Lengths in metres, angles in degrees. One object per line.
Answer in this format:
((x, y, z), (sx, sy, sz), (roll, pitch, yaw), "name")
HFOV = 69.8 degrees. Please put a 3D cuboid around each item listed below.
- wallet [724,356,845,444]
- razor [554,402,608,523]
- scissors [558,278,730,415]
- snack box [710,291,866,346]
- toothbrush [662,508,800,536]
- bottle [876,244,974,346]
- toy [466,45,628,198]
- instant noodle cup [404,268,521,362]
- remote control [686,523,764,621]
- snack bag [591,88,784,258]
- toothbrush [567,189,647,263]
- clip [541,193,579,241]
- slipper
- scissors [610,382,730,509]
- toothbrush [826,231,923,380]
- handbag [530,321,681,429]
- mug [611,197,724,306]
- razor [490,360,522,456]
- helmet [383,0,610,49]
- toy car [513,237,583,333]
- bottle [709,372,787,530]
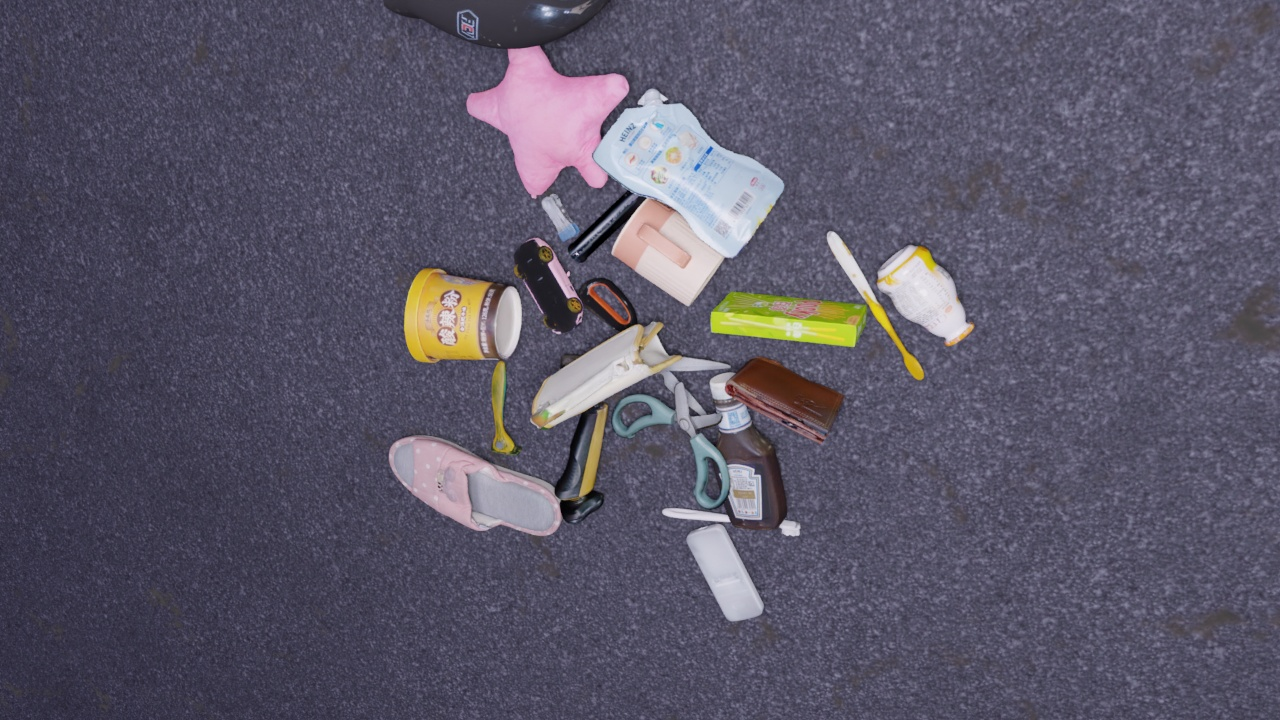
((0.162, 0.041, 1.028), (0.124, 0.101, 0.032), (26, 116, 11), "wallet")
((-0.070, 0.132, 1.194), (0.067, 0.062, 0.168), (8, 111, -14), "razor")
((-0.007, -0.008, 1.124), (0.221, 0.021, 0.228), (-17, 103, 27), "scissors")
((0.163, -0.046, 1.002), (0.156, 0.085, 0.026), (7, 112, 20), "snack box")
((0.113, 0.204, 1.163), (0.180, 0.016, 0.016), (4, 117, 20), "toothbrush")
((0.297, -0.066, 0.951), (0.063, 0.063, 0.108), (-40, 91, 30), "bottle")
((-0.112, -0.268, 1.035), (0.195, 0.074, 0.179), (27, 121, 14), "toy")
((-0.217, -0.051, 1.144), (0.114, 0.118, 0.119), (6, 113, 12), "instant noodle cup")
((0.110, 0.275, 1.190), (0.056, 0.020, 0.136), (-23, 100, 27), "remote control")
((0.052, -0.203, 0.983), (0.191, 0.039, 0.110), (35, 91, -4), "snack bag")
((-0.006, -0.188, 1.049), (0.027, 0.026, 0.213), (43, 118, -12), "toothbrush")
((-0.096, -0.172, 1.097), (0.026, 0.036, 0.058), (-24, 100, 30), "clip")
((-0.236, 0.179, 1.274), (0.274, 0.054, 0.114), (18, 116, 15), "slipper")
((0.037, 0.103, 1.124), (0.170, 0.019, 0.171), (2, 115, 39), "scissors")
((0.257, -0.060, 1.000), (0.016, 0.018, 0.191), (-32, 94, 27), "toothbrush")
((-0.054, 0.022, 1.043), (0.164, 0.178, 0.063), (-30, 91, 25), "handbag")
((0.032, -0.122, 1.011), (0.106, 0.114, 0.082), (36, 95, 3), "mug")
((-0.185, 0.065, 1.225), (0.043, 0.028, 0.133), (9, 112, 23), "razor")
((-0.120, -0.416, 0.876), (0.230, 0.234, 0.274), (33, 79, -10), "helmet")
((-0.110, -0.092, 1.121), (0.056, 0.037, 0.122), (-28, 92, 38), "toy car")
((0.122, 0.110, 1.099), (0.080, 0.043, 0.195), (-3, 111, 35), "bottle")
